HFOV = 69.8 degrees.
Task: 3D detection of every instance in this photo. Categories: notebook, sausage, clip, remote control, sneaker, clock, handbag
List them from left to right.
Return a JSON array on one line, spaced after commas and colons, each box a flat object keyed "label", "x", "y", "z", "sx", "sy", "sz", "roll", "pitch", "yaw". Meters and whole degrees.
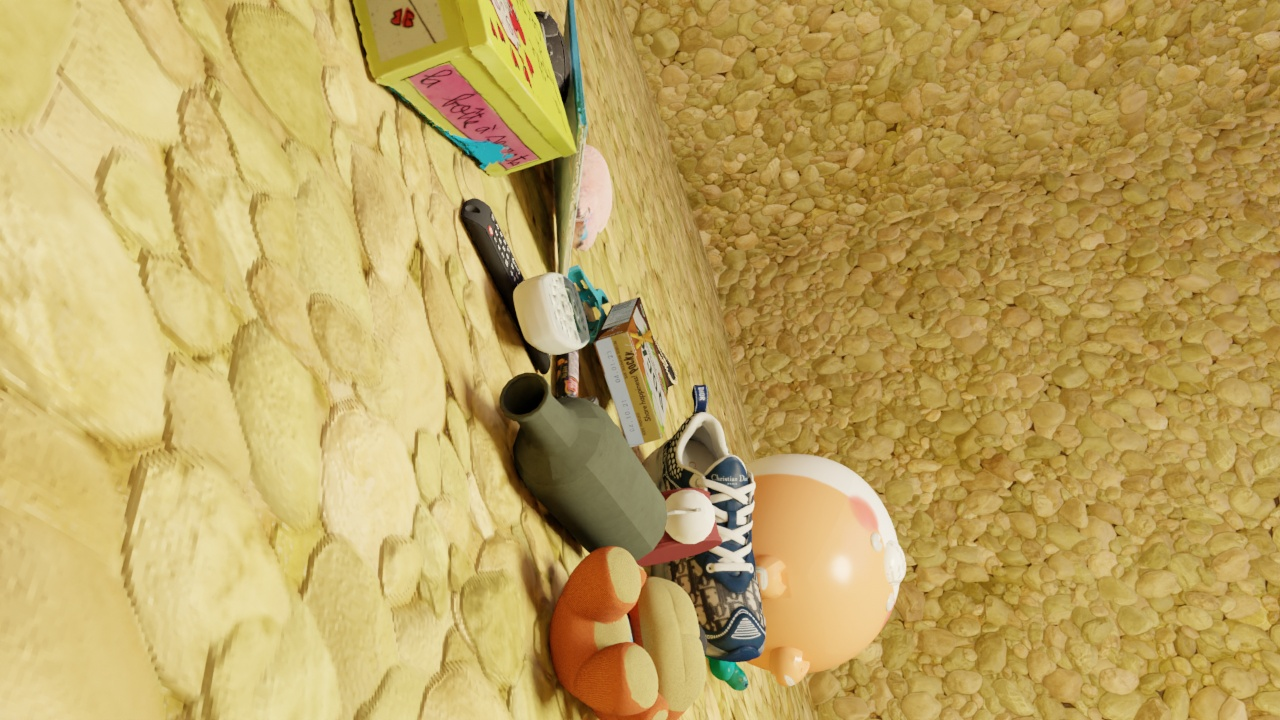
[{"label": "remote control", "x": -0.094, "y": -0.052, "z": 0.675, "sx": 0.033, "sy": 0.015, "sz": 0.147, "roll": -94, "pitch": 166, "yaw": -52}, {"label": "clock", "x": -0.090, "y": -0.253, "z": 0.803, "sx": 0.123, "sy": 0.043, "sz": 0.091, "roll": -3, "pitch": -87, "yaw": 63}, {"label": "remote control", "x": -0.064, "y": -0.035, "z": 0.678, "sx": 0.114, "sy": 0.028, "sz": 0.060, "roll": 3, "pitch": 72, "yaw": -81}, {"label": "notebook", "x": -0.070, "y": -0.211, "z": 0.870, "sx": 0.181, "sy": 0.009, "sz": 0.253, "roll": 102, "pitch": -14, "yaw": -45}, {"label": "sausage", "x": -0.062, "y": -0.008, "z": 0.783, "sx": 0.155, "sy": 0.020, "sz": 0.020, "roll": -95, "pitch": 166, "yaw": -50}, {"label": "clip", "x": -0.047, "y": -0.042, "z": 0.928, "sx": 0.120, "sy": 0.027, "sz": 0.103, "roll": -16, "pitch": 93, "yaw": -81}, {"label": "handbag", "x": 0.004, "y": 0.002, "z": 1.115, "sx": 0.079, "sy": 0.054, "sz": 0.128, "roll": 65, "pitch": 10, "yaw": 9}, {"label": "clock", "x": 0.019, "y": 0.142, "z": 0.785, "sx": 0.137, "sy": 0.096, "sz": 0.048, "roll": 58, "pitch": 18, "yaw": -69}, {"label": "sneaker", "x": 0.071, "y": 0.153, "z": 0.893, "sx": 0.269, "sy": 0.103, "sz": 0.133, "roll": -104, "pitch": -155, "yaw": -45}]

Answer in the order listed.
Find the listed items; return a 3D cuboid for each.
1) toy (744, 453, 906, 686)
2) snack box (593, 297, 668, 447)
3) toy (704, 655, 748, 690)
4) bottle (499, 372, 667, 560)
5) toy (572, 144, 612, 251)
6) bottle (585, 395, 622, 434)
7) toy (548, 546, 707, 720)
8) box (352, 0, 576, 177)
[{"label": "toy", "x": 0.190, "y": 0.255, "z": 1.130, "sx": 0.280, "sy": 0.266, "sz": 0.263, "roll": -44, "pitch": 121, "yaw": -63}, {"label": "snack box", "x": -0.005, "y": 0.005, "z": 0.889, "sx": 0.185, "sy": 0.032, "sz": 0.101, "roll": -76, "pitch": 148, "yaw": -76}, {"label": "toy", "x": 0.072, "y": 0.286, "z": 0.975, "sx": 0.193, "sy": 0.072, "sz": 0.130, "roll": 76, "pitch": 1, "yaw": -84}, {"label": "bottle", "x": -0.040, "y": 0.072, "z": 0.618, "sx": 0.207, "sy": 0.071, "sz": 0.071, "roll": 62, "pitch": 16, "yaw": -55}, {"label": "toy", "x": -0.059, "y": -0.169, "z": 0.974, "sx": 0.104, "sy": 0.053, "sz": 0.108, "roll": -83, "pitch": 172, "yaw": -46}, {"label": "bottle", "x": -0.027, "y": 0.078, "z": 0.817, "sx": 0.030, "sy": 0.030, "sz": 0.113, "roll": -91, "pitch": 163, "yaw": -58}, {"label": "toy", "x": -0.005, "y": 0.190, "z": 0.600, "sx": 0.176, "sy": 0.096, "sz": 0.112, "roll": 82, "pitch": -3, "yaw": -62}, {"label": "box", "x": -0.115, "y": -0.217, "z": 0.633, "sx": 0.221, "sy": 0.080, "sz": 0.124, "roll": 24, "pitch": 50, "yaw": -77}]
